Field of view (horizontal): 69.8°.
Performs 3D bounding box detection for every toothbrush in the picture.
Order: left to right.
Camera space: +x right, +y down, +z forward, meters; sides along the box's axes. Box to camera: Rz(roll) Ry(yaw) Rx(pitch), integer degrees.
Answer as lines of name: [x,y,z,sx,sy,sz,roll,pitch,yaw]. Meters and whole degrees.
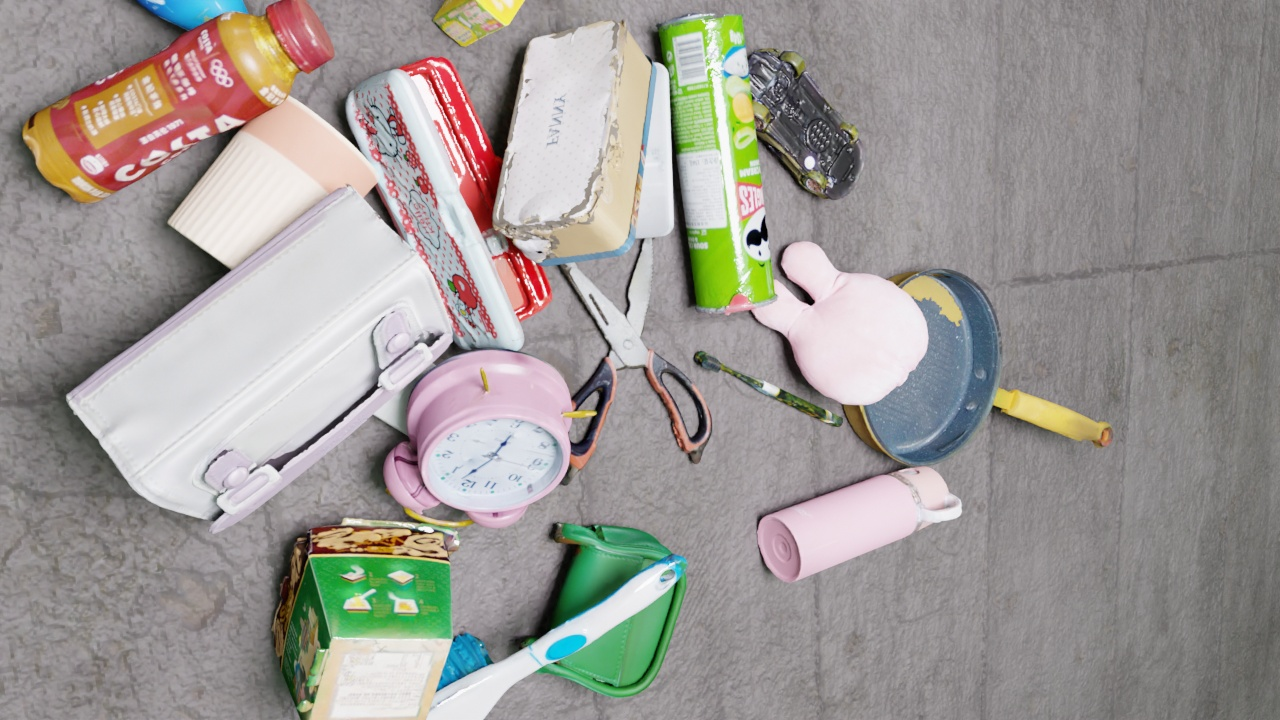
toothbrush: [0.124,0.030,0.849,0.185,0.017,0.012,24,105,-31]

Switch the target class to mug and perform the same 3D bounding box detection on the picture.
mug: [-0.225,-0.095,0.596,0.105,0.082,0.114,-54,130,-10]

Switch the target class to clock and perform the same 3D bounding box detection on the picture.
clock: [-0.114,0.066,0.650,0.117,0.059,0.159,21,125,-32]

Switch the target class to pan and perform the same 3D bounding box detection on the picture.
pan: [0.357,0.031,0.948,0.357,0.078,0.197,19,88,-31]

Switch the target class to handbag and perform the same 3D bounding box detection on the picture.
handbag: [-0.215,0.009,0.568,0.196,0.145,0.098,-41,78,-14]
handbag: [-0.031,0.203,0.764,0.120,0.068,0.131,20,89,-22]

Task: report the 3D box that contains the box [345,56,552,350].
box: [-0.122,-0.107,0.639,0.095,0.102,0.201,-30,112,-22]

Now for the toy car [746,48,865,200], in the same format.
toy car: [0.140,-0.205,0.809,0.158,0.042,0.070,41,77,-27]

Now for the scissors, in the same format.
scissors: [-0.005,0.006,0.772,0.188,0.015,0.222,17,89,-31]

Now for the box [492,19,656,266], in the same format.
box: [-0.044,-0.160,0.651,0.061,0.090,0.184,44,50,-54]

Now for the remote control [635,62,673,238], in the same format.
remote control: [-0.003,-0.166,0.732,0.056,0.020,0.136,-1,100,10]

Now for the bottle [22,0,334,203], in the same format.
bottle: [-0.265,-0.155,0.536,0.175,0.057,0.057,-27,112,3]

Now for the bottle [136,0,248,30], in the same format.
bottle: [-0.297,-0.260,0.537,0.065,0.065,0.219,-45,117,-17]

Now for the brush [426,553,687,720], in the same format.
brush: [-0.108,0.232,0.689,0.313,0.109,0.060,-37,113,-18]

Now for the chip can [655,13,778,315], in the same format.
chip can: [0.064,-0.159,0.755,0.072,0.072,0.236,-16,105,-27]

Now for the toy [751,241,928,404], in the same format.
toy: [0.180,-0.035,0.832,0.159,0.054,0.121,41,84,1]

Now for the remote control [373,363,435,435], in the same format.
remote control: [-0.154,0.037,0.689,0.135,0.019,0.056,37,79,-29]

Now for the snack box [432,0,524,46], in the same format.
snack box: [-0.084,-0.290,0.641,0.033,0.087,0.140,33,81,-30]

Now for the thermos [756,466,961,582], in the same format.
thermos: [0.216,0.155,0.882,0.198,0.087,0.067,-12,105,-27]

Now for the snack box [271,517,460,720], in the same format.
snack box: [-0.182,0.188,0.628,0.117,0.105,0.118,9,112,-28]
